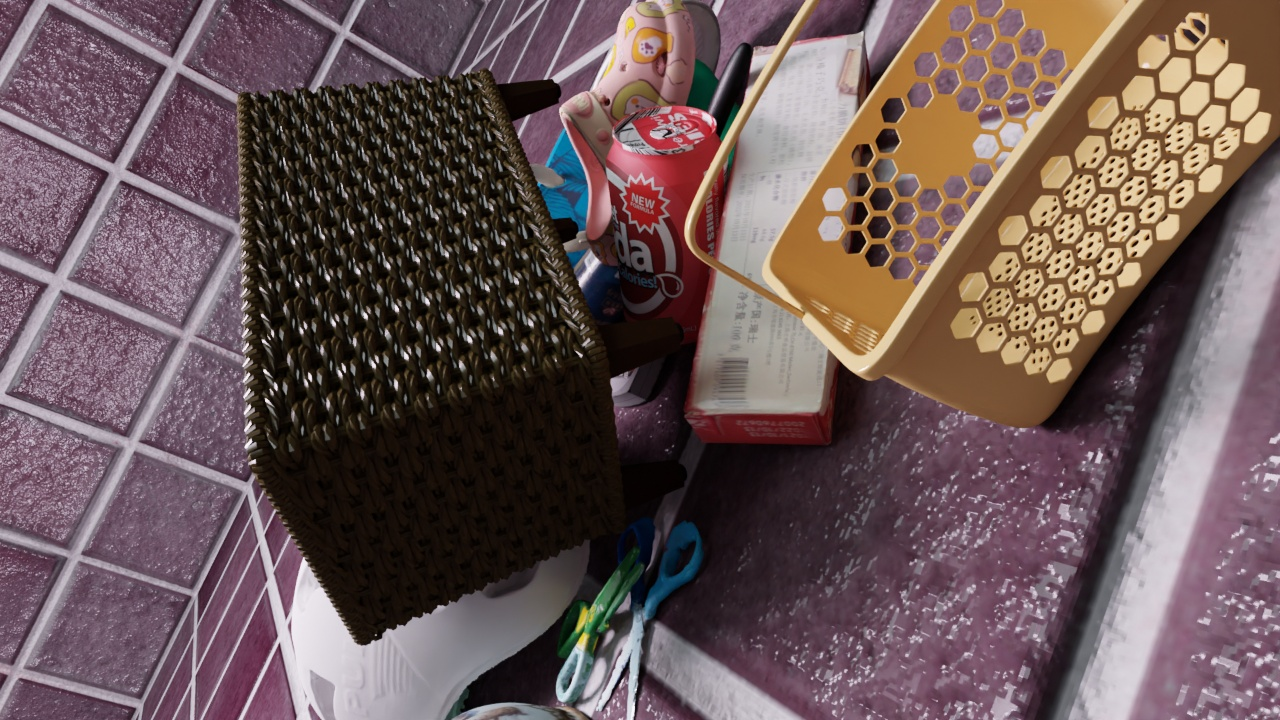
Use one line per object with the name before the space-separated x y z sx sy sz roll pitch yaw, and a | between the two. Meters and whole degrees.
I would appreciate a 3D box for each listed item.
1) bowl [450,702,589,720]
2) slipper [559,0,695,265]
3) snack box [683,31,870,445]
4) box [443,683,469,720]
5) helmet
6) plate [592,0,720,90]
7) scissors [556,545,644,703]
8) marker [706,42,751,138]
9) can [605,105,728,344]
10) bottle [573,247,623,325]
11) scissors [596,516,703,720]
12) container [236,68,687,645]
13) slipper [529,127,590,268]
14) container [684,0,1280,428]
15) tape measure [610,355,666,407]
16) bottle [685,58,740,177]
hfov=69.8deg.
bowl | -0.100 0.266 0.521 0.160 0.094 0.159 -45 29 34
slipper | -0.022 -0.169 0.671 0.093 0.081 0.197 -128 48 -62
snack box | 0.086 -0.079 0.535 0.077 0.044 0.272 -1 59 23
box | -0.186 0.285 0.762 0.187 0.033 0.136 -38 29 44
helmet | -0.159 0.164 0.690 0.223 0.184 0.283 -79 12 -54
plate | 0.009 -0.232 0.777 0.014 0.156 0.157 42 108 23
scissors | -0.026 0.160 0.556 0.070 0.014 0.131 -89 24 -45
marker | 0.045 -0.144 0.605 0.018 0.015 0.134 40 126 24
can | 0.020 -0.083 0.589 0.074 0.074 0.143 -97 0 -52
bottle | -0.048 -0.045 0.782 0.161 0.056 0.056 -48 28 29
scissors | -0.003 0.151 0.551 0.104 0.015 0.133 26 94 64
container | -0.112 -0.032 0.565 0.177 0.205 0.320 86 166 -47
slipper | -0.078 -0.133 0.864 0.060 0.118 0.294 103 -168 -69
container | 0.122 -0.087 0.349 0.184 0.167 0.129 -56 25 15
tape measure | -0.004 0.004 0.688 0.060 0.020 0.062 -2 65 63
bottle | 0.053 -0.159 0.683 0.068 0.068 0.209 -52 33 24
